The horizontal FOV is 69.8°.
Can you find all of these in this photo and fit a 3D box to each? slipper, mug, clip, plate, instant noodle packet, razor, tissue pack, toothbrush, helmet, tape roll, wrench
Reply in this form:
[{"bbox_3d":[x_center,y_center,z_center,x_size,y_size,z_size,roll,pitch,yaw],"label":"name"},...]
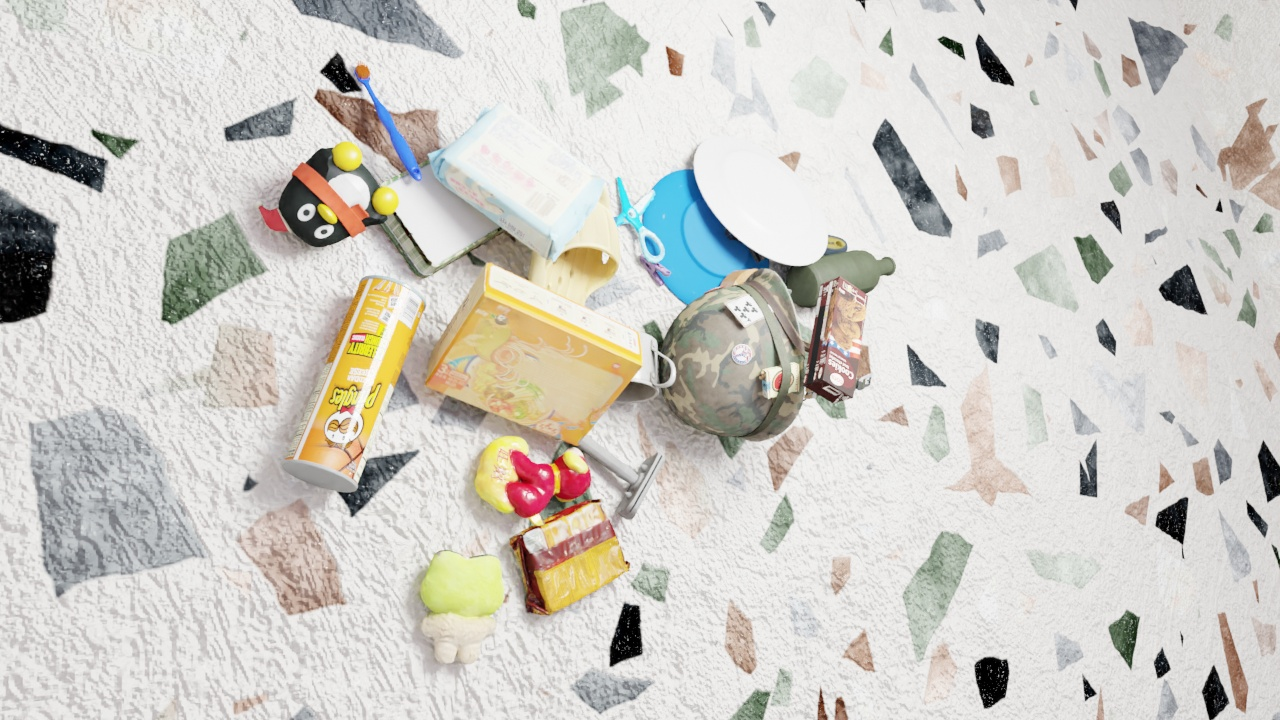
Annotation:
[{"bbox_3d":[-0.076,-0.123,1.115,0.111,0.079,0.261,34,63,-47],"label":"slipper"},{"bbox_3d":[-0.007,0.006,1.122,0.084,0.113,0.070,32,53,-53],"label":"mug"},{"bbox_3d":[0.019,-0.120,1.240,0.050,0.046,0.014,26,46,27],"label":"clip"},{"bbox_3d":[0.103,-0.172,1.307,0.224,0.024,0.224,11,69,-31],"label":"plate"},{"bbox_3d":[-0.082,0.222,1.046,0.135,0.040,0.098,-20,86,-38],"label":"instant noodle packet"},{"bbox_3d":[-0.036,0.123,1.111,0.116,0.047,0.088,38,57,-10],"label":"razor"},{"bbox_3d":[-0.140,-0.207,1.051,0.182,0.070,0.111,36,65,0],"label":"tissue pack"},{"bbox_3d":[-0.288,-0.275,1.047,0.016,0.018,0.182,-18,66,-30],"label":"toothbrush"},{"bbox_3d":[0.144,-0.006,1.169,0.236,0.192,0.225,11,111,-28],"label":"helmet"},{"bbox_3d":[0.152,-0.081,1.292,0.093,0.027,0.094,-1,92,-37],"label":"tape roll"},{"bbox_3d":[0.183,-0.241,1.346,0.242,0.016,0.242,20,48,-24],"label":"plate"},{"bbox_3d":[0.223,-0.179,1.376,0.272,0.022,0.073,-3,74,-41],"label":"wrench"}]

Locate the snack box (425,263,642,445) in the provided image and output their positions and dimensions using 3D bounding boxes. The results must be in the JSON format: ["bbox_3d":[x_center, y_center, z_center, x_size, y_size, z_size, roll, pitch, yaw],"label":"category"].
[{"bbox_3d":[-0.119,-0.006,1.025,0.195,0.145,0.080,24,33,-23],"label":"snack box"}]

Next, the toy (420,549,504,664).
[{"bbox_3d":[-0.187,0.258,0.959,0.092,0.046,0.115,12,76,-30],"label":"toy"}]

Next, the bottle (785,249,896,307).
[{"bbox_3d":[0.316,-0.131,1.408,0.206,0.072,0.071,-14,83,-36],"label":"bottle"}]

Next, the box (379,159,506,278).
[{"bbox_3d":[-0.210,-0.190,1.087,0.204,0.050,0.117,-41,102,-35],"label":"box"}]

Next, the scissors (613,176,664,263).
[{"bbox_3d":[-0.022,-0.188,1.231,0.134,0.012,0.134,-9,74,-27],"label":"scissors"}]

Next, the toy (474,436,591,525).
[{"bbox_3d":[-0.119,0.136,1.035,0.137,0.067,0.105,4,65,-28],"label":"toy"}]

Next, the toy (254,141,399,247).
[{"bbox_3d":[-0.333,-0.166,0.969,0.119,0.100,0.097,-45,122,-12],"label":"toy"}]

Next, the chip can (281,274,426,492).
[{"bbox_3d":[-0.291,0.022,0.946,0.075,0.075,0.214,27,61,-25],"label":"chip can"}]

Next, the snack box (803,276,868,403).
[{"bbox_3d":[0.233,-0.025,1.092,0.051,0.032,0.140,29,61,-27],"label":"snack box"}]
